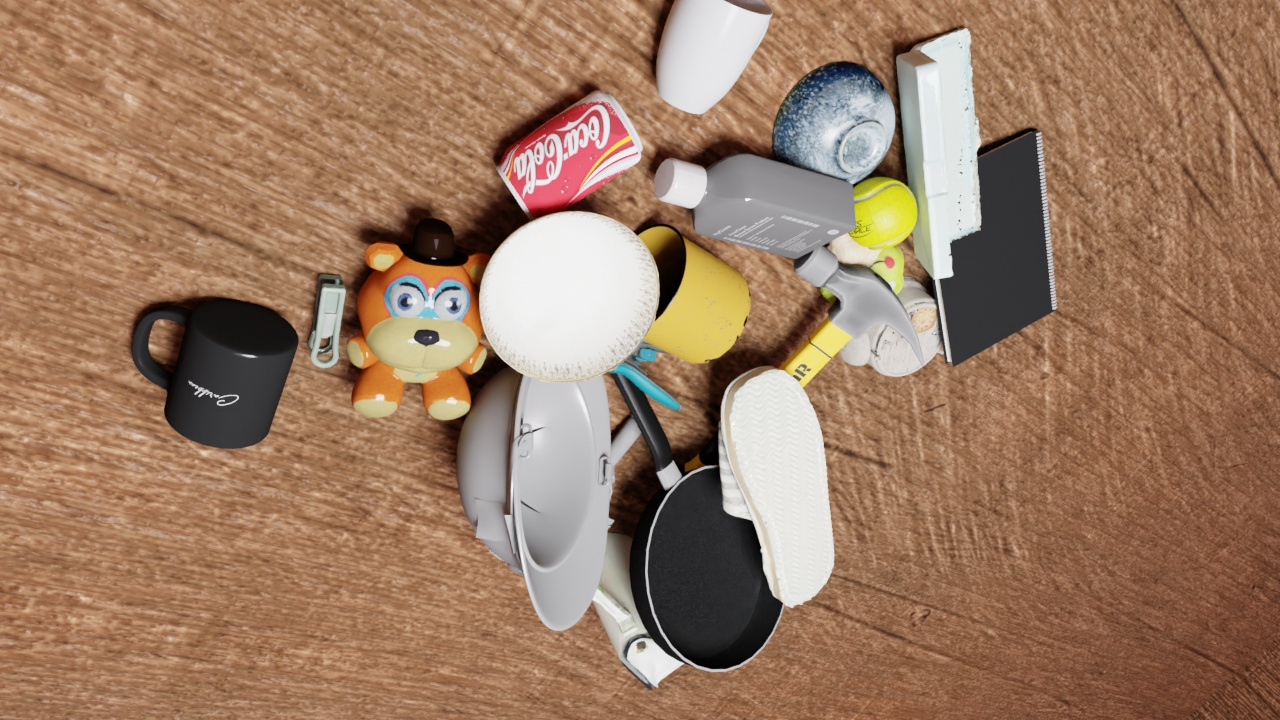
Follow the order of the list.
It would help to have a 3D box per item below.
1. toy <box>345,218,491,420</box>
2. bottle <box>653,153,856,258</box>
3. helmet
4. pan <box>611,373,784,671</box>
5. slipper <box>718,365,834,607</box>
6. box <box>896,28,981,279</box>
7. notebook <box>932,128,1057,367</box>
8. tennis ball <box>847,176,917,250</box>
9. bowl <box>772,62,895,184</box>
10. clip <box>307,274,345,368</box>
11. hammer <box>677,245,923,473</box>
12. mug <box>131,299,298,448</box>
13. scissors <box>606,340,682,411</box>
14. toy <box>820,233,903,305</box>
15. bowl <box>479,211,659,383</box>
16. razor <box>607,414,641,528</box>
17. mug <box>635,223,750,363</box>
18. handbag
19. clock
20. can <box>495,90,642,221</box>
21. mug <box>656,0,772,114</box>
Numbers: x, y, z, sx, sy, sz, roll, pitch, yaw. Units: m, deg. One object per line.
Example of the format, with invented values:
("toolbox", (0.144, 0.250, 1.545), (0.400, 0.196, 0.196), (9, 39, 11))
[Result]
("toy", (-0.178, -0.031, 0.742), (0.112, 0.096, 0.176), (2, 112, -19))
("bottle", (0.093, -0.137, 0.794), (0.173, 0.046, 0.084), (9, 161, -30))
("helmet", (-0.111, 0.099, 0.820), (0.118, 0.270, 0.183), (-5, 163, 22))
("pan", (0.039, 0.145, 0.924), (0.203, 0.044, 0.356), (-37, 106, -38))
("slipper", (0.139, 0.130, 0.935), (0.114, 0.054, 0.273), (-27, 114, -20))
("box", (0.276, -0.185, 0.831), (0.126, 0.074, 0.198), (-33, 123, -29))
("notebook", (0.362, -0.114, 0.945), (0.148, 0.016, 0.207), (-26, 118, -15))
("tennis ball", (0.218, -0.135, 0.838), (0.065, 0.065, 0.065), (-13, 128, -17))
("bowl", (0.182, -0.198, 0.809), (0.114, 0.060, 0.114), (-14, 128, -18))
("clip", (-0.253, -0.032, 0.740), (0.023, 0.042, 0.076), (3, 121, -26))
("hammer", (0.142, 0.037, 0.945), (0.170, 0.034, 0.325), (32, 117, -17))
("mug", (-0.330, 0.003, 0.703), (0.113, 0.078, 0.088), (24, 113, -9))
("scissors", (-0.001, 0.001, 0.871), (0.155, 0.019, 0.124), (-26, 101, -40))
("toy", (0.218, -0.099, 0.910), (0.092, 0.043, 0.118), (-26, 129, -2))
("bowl", (-0.063, -0.059, 0.744), (0.145, 0.063, 0.145), (-8, 117, -17))
("razor", (-0.034, 0.103, 0.926), (0.116, 0.088, 0.047), (-52, 135, -10))
("mug", (0.026, -0.053, 0.823), (0.094, 0.100, 0.124), (25, 150, -39))
("handbag", (-0.019, 0.247, 0.976), (0.074, 0.151, 0.176), (-36, 131, 1))
("clock", (0.259, -0.025, 0.971), (0.156, 0.061, 0.103), (-15, 128, -18))
("can", (-0.056, -0.159, 0.718), (0.105, 0.064, 0.064), (-33, 131, 0))
("mug", (0.061, -0.245, 0.720), (0.107, 0.071, 0.090), (-21, 146, -48))
